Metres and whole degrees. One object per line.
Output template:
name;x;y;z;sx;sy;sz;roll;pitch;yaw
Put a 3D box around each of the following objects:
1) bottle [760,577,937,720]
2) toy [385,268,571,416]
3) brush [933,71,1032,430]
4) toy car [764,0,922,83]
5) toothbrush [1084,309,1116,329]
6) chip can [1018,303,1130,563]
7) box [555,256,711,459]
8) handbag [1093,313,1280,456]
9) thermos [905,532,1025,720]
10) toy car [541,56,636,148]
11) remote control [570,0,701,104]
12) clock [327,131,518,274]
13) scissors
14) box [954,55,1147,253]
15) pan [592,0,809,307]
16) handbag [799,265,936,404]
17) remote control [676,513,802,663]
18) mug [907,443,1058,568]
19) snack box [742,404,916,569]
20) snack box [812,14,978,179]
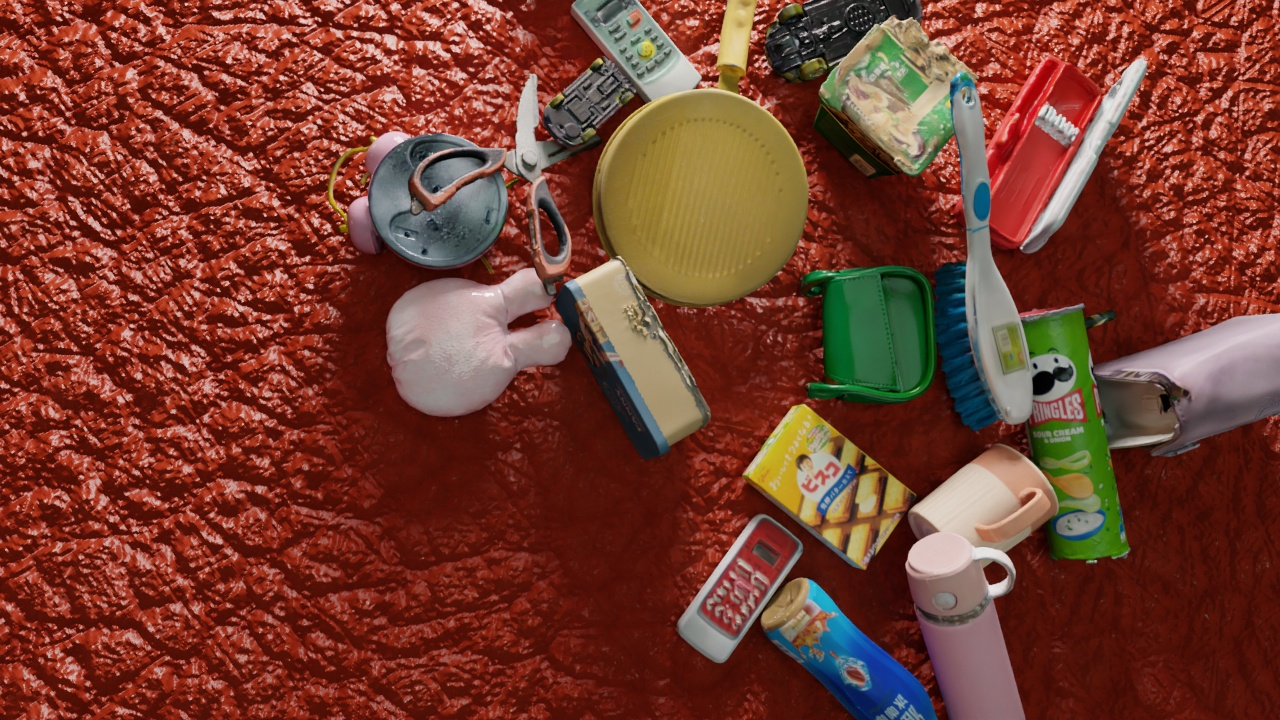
bottle;0.205;0.288;0.819;0.218;0.065;0.065;43;80;-2
toy;-0.142;-0.019;0.800;0.159;0.054;0.121;-16;90;0
brush;0.298;-0.089;0.822;0.060;0.109;0.314;-14;92;-8
toy car;0.196;-0.320;0.888;0.158;0.042;0.070;-20;86;-3
toothbrush;0.386;-0.019;0.900;0.185;0.017;0.012;-17;89;-9
chip can;0.397;0.068;0.858;0.072;0.072;0.236;-12;92;-10
box;-0.005;0.005;0.804;0.061;0.090;0.184;-27;85;-14
handbag;0.531;0.022;0.854;0.197;0.145;0.098;-17;85;-9
thermos;0.291;0.241;0.795;0.087;0.067;0.199;-11;113;23
toy car;-0.050;-0.233;0.839;0.049;0.031;0.106;44;59;-10
remote control;-0.003;-0.298;0.869;0.056;0.019;0.135;-40;91;-10
clock;-0.194;-0.139;0.805;0.158;0.060;0.117;15;83;-9
scissors;-0.108;-0.162;0.789;0.188;0.015;0.222;10;65;-34
box;0.399;-0.205;0.879;0.095;0.102;0.201;33;80;-5
pan;0.073;-0.225;0.845;0.197;0.078;0.357;14;94;-10
handbag;0.210;-0.024;0.855;0.120;0.068;0.131;0;86;-1
remote control;0.091;0.206;0.834;0.056;0.020;0.136;39;80;-4
mug;0.314;0.138;0.826;0.106;0.114;0.081;-34;92;-8
snack box;0.174;0.117;0.849;0.140;0.034;0.086;39;80;-1
snack box;0.226;-0.231;0.854;0.118;0.106;0.117;42;82;-1
